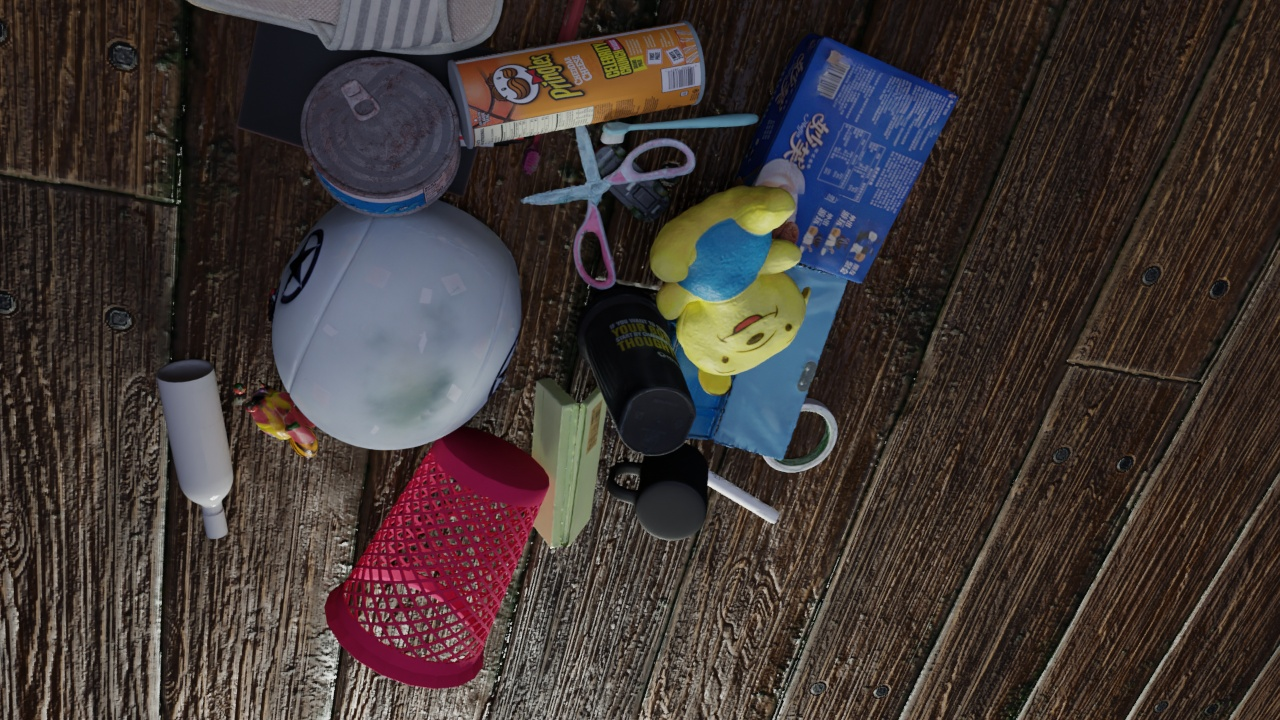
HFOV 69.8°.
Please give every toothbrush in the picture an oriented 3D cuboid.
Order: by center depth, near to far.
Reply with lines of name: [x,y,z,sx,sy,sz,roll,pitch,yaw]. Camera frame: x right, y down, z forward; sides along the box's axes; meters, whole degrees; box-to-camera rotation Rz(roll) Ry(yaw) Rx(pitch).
toothbrush: [-0.079,-0.264,0.853,0.016,0.016,0.190,14,113,-16]
toothbrush: [0.041,-0.221,0.864,0.180,0.016,0.017,-14,143,-30]

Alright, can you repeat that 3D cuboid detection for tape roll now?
tape roll: [0.185,0.088,1.082,0.093,0.018,0.094,-5,117,-9]

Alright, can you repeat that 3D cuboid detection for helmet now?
helmet: [-0.232,-0.016,0.866,0.236,0.163,0.264,28,109,-21]

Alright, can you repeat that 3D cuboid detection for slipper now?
slipper: [-0.251,-0.319,0.766,0.272,0.054,0.115,2,112,-14]

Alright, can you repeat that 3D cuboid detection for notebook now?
notebook: [-0.243,-0.246,0.834,0.209,0.008,0.142,15,112,-18]

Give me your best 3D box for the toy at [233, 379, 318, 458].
toy: [-0.360,0.060,0.928,0.046,0.084,0.103,-49,138,-21]

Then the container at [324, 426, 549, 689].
container: [-0.204,0.198,0.982,0.183,0.183,0.226,24,102,-21]

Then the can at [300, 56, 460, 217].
can: [-0.222,-0.193,0.794,0.130,0.044,0.130,2,77,-9]

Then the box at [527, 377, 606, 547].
box: [-0.083,0.115,1.012,0.090,0.077,0.188,3,117,-14]

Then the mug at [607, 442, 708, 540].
mug: [0.019,0.143,1.032,0.113,0.087,0.078,11,115,0]

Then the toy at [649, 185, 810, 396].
toy: [0.089,-0.071,0.884,0.149,0.084,0.214,-24,138,5]

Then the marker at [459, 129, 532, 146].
marker: [-0.172,-0.208,0.850,0.145,0.019,0.019,-2,116,-10]

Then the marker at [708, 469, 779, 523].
marker: [0.114,0.161,1.103,0.133,0.020,0.017,33,116,-24]

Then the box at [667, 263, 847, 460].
box: [0.106,-0.009,1.003,0.177,0.047,0.232,13,113,-9]

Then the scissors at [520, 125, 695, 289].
scissors: [-0.028,-0.155,0.883,0.172,0.013,0.170,-11,110,5]

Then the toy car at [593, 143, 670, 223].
toy car: [-0.011,-0.176,0.899,0.091,0.036,0.042,38,105,-24]

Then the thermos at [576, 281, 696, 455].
thermos: [-0.005,0.005,0.888,0.098,0.220,0.098,-5,118,-10]

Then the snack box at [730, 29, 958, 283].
snack box: [0.190,-0.198,0.909,0.155,0.069,0.203,16,112,-18]

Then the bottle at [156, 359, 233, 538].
bottle: [-0.450,0.097,0.941,0.052,0.052,0.195,-2,117,-10]

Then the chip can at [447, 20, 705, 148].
chip can: [-0.056,-0.246,0.816,0.214,0.075,0.075,-15,118,-13]
